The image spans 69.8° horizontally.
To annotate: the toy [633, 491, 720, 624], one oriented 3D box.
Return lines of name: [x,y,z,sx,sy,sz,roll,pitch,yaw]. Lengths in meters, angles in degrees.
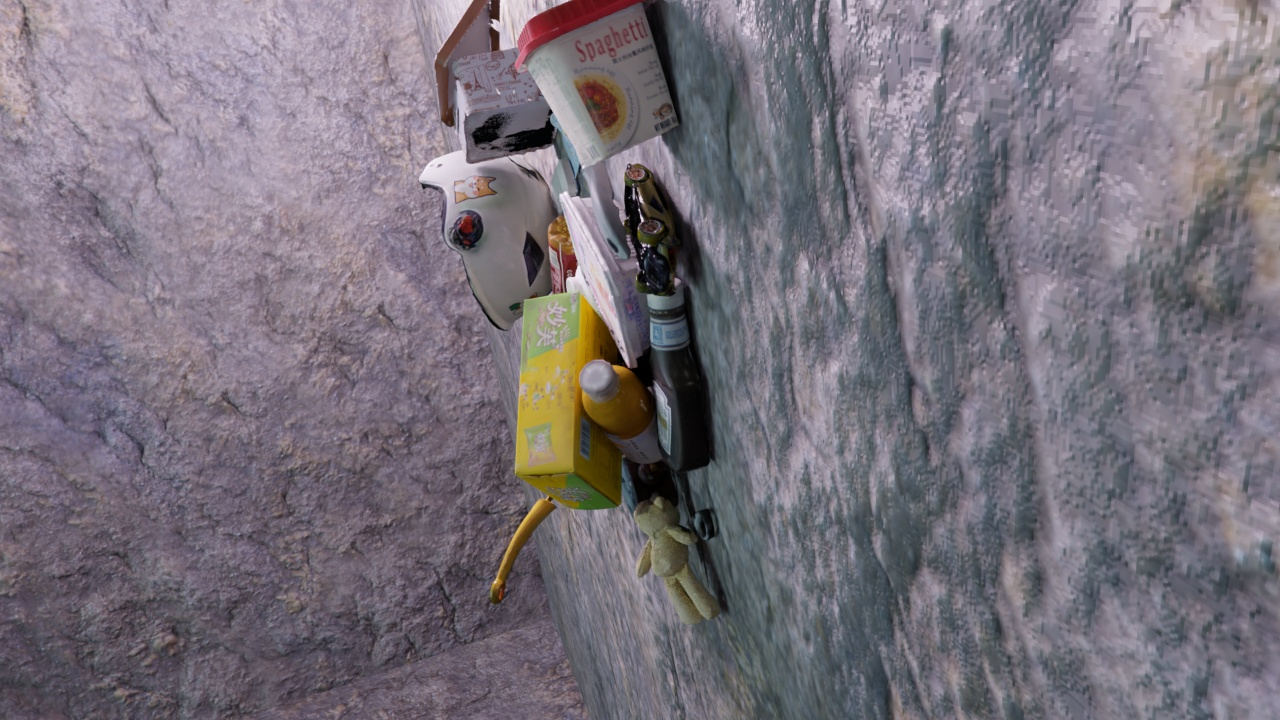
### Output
toy: [0.042,0.229,1.057,0.105,0.066,0.157,-43,67,44]

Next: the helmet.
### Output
helmet: [-0.193,-0.196,1.348,0.274,0.157,0.230,66,-173,19]

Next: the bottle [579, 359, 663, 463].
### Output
bottle: [-0.016,0.054,0.980,0.068,0.068,0.189,68,-173,30]

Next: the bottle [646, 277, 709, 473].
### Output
bottle: [0.034,0.014,0.911,0.080,0.044,0.195,-130,29,-60]

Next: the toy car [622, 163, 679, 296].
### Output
toy car: [0.008,-0.126,0.860,0.070,0.042,0.158,94,166,-46]

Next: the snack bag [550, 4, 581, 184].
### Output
snack bag: [-0.084,-0.302,1.059,0.191,0.038,0.110,98,149,-62]

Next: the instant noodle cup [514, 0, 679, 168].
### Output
instant noodle cup: [-0.033,-0.239,0.784,0.124,0.116,0.117,66,169,-11]

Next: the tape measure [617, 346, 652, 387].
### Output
tape measure: [-0.006,0.006,1.071,0.058,0.039,0.057,148,107,-76]

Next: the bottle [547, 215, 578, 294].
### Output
bottle: [-0.094,-0.117,1.255,0.175,0.057,0.057,92,159,-51]

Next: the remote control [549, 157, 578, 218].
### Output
remote control: [-0.107,-0.233,1.257,0.125,0.024,0.049,134,120,-75]

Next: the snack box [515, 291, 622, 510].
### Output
snack box: [-0.075,0.049,1.034,0.158,0.070,0.209,51,-144,-62]

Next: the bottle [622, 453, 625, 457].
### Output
bottle: [-0.026,0.094,1.213,0.150,0.066,0.066,89,162,-67]

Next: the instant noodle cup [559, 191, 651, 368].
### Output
instant noodle cup: [-0.023,-0.092,0.962,0.138,0.060,0.173,76,172,-47]

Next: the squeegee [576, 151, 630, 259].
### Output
squeegee: [-0.043,-0.201,0.898,0.247,0.039,0.246,101,162,-62]

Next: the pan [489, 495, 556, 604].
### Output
pan: [-0.109,0.145,1.188,0.198,0.078,0.356,75,-154,-63]

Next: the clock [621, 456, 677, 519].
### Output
clock: [0.007,0.145,1.135,0.082,0.055,0.122,-123,23,-54]

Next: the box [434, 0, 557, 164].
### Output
box: [-0.201,-0.378,1.215,0.182,0.152,0.174,141,116,-75]

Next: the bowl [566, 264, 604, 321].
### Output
bowl: [-0.052,-0.082,1.109,0.118,0.064,0.118,165,91,-77]

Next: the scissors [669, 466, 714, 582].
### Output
scissors: [0.057,0.183,1.064,0.180,0.014,0.159,113,140,-71]
